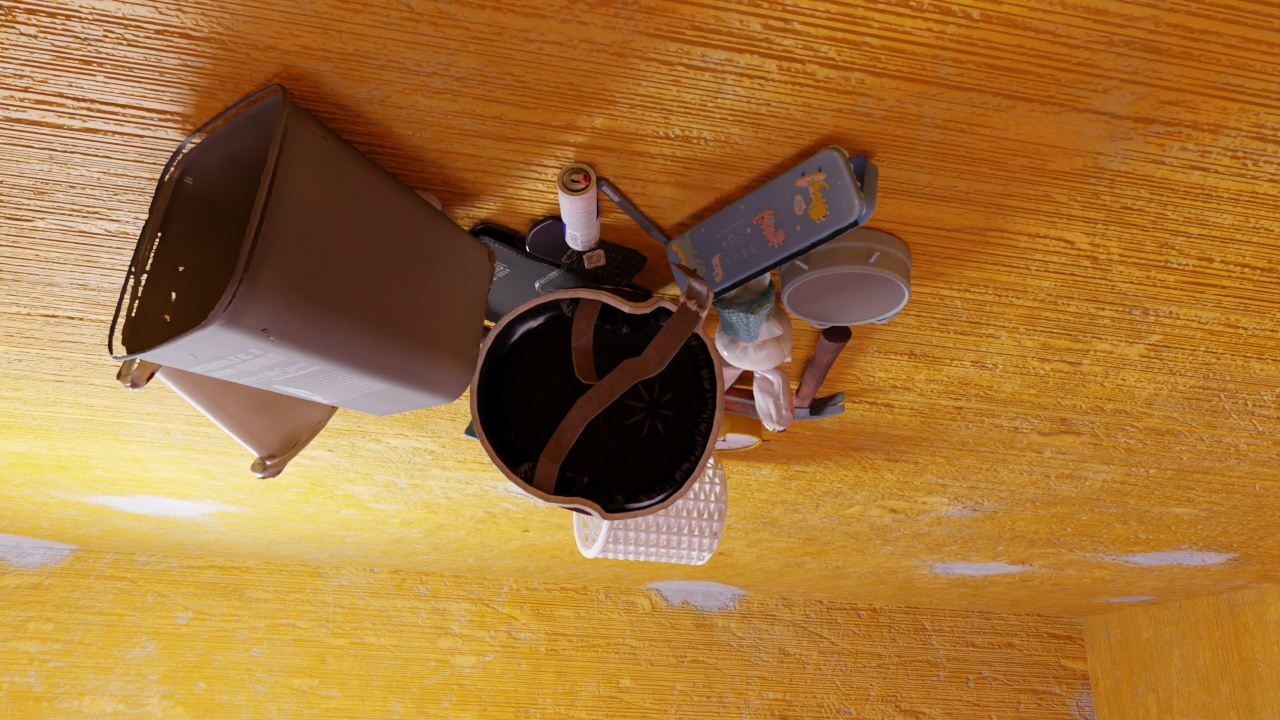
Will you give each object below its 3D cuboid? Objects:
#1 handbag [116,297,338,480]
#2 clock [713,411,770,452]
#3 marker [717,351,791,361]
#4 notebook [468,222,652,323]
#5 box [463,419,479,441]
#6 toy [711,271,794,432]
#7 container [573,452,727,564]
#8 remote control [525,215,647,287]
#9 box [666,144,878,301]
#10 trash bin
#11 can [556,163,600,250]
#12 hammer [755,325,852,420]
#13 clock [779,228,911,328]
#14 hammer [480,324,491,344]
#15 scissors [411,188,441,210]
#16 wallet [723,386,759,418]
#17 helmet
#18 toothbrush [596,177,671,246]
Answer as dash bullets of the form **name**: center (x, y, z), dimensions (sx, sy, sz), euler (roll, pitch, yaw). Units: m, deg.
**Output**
- **handbag**: center (-0.411, 0.009, 0.990), dimensions (0.132, 0.183, 0.229), euler (-12, 138, 27)
- **clock**: center (0.108, 0.099, 1.306), dimensions (0.151, 0.052, 0.114), euler (16, 154, -40)
- **marker**: center (0.106, -0.004, 1.096), dimensions (0.145, 0.017, 0.017), euler (-2, 158, 11)
- **notebook**: center (-0.113, -0.070, 0.944), dimensions (0.208, 0.029, 0.170), euler (18, 154, -37)
- **box**: center (-0.091, 0.088, 1.115), dimensions (0.231, 0.110, 0.094), euler (24, 121, -6)
- **toy**: center (0.107, -0.040, 0.932), dimensions (0.131, 0.105, 0.206), euler (14, 138, 22)
- **container**: center (0.012, 0.217, 1.425), dimensions (0.186, 0.189, 0.190), euler (9, 157, -19)
- **remote control**: center (-0.051, -0.100, 0.861), dimensions (0.124, 0.009, 0.047), euler (19, 128, -36)
- **box**: center (0.098, -0.111, 0.768), dimensions (0.064, 0.069, 0.211), euler (25, 150, -29)
- **trash bin**: center (-0.256, -0.063, 0.737), dimensions (0.198, 0.197, 0.220), euler (-11, 153, 38)
- **can**: center (-0.052, -0.128, 0.782), dimensions (0.032, 0.032, 0.095), euler (2, 158, 1)
- **hammer**: center (0.212, 0.021, 1.118), dimensions (0.111, 0.028, 0.301), euler (2, 160, 1)
- **clock**: center (0.198, -0.072, 0.882), dimensions (0.123, 0.045, 0.159), euler (-4, 156, 18)
- **hammer**: center (-0.136, -0.015, 1.039), dimensions (0.147, 0.028, 0.316), euler (15, 176, 42)
- **scissors**: center (-0.221, -0.102, 0.862), dimensions (0.180, 0.016, 0.108), euler (-18, 135, 42)
- **wallet**: center (0.101, 0.047, 1.178), dimensions (0.123, 0.019, 0.072), euler (11, 161, 17)
- **helmet**: center (-0.034, 0.029, 0.858), dimensions (0.234, 0.233, 0.253), euler (15, 180, 27)
- **toothbrush**: center (0.009, -0.120, 0.827), dimensions (0.013, 0.013, 0.167), euler (-11, 152, 30)
